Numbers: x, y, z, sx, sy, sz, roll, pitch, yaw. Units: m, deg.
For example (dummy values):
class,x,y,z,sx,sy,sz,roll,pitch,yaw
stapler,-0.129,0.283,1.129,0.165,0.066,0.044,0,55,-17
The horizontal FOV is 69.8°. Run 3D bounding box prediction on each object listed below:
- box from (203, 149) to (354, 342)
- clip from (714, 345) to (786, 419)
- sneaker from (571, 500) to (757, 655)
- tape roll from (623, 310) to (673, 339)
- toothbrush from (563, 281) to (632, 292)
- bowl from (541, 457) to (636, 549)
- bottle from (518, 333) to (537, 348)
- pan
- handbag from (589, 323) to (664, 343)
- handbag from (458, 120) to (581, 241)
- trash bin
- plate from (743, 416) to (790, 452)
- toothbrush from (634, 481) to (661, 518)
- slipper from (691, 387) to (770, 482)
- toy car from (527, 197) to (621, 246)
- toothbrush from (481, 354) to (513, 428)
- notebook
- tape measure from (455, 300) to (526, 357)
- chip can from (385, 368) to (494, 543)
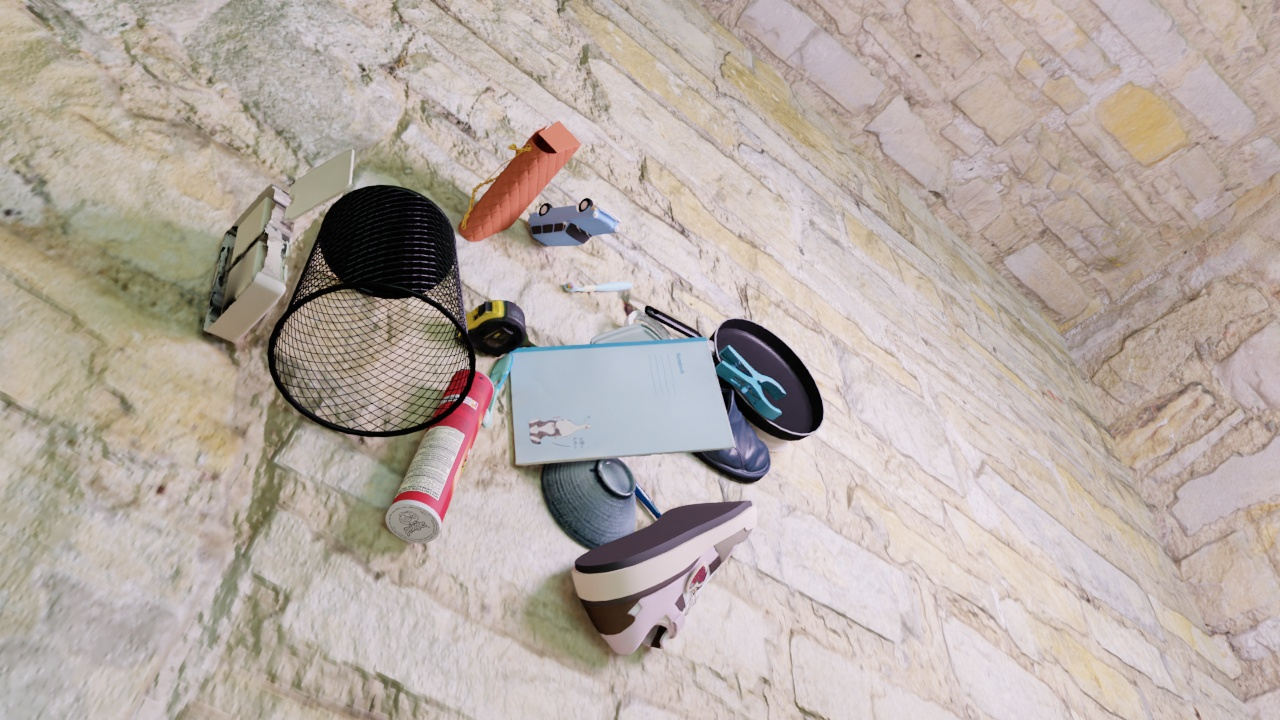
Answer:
class,x,y,z,sx,sy,sz,roll,pitch,yaw
box,-0.338,-0.114,0.868,0.044,0.185,0.143,31,36,-39
clip,0.170,0.025,1.367,0.130,0.030,0.119,50,40,3
sneaker,0.049,0.241,1.033,0.293,0.112,0.116,-15,94,-54
tape roll,0.015,-0.032,1.329,0.093,0.013,0.092,32,34,-25
toothbrush,-0.059,-0.111,1.376,0.022,0.016,0.154,17,14,33
bowl,-0.043,0.147,1.059,0.137,0.057,0.136,32,34,-25
bottle,-0.161,-0.033,1.149,0.106,0.025,0.025,34,33,-21
pan,0.144,0.003,1.414,0.356,0.034,0.224,26,38,-25
handbag,-0.007,0.007,1.211,0.106,0.067,0.121,40,37,26
handbag,-0.171,-0.241,1.230,0.060,0.172,0.108,46,31,-3
trash bin,-0.259,-0.062,0.921,0.184,0.184,0.209,28,30,-29
plate,0.185,0.061,1.466,0.182,0.034,0.182,31,34,-25
toothbrush,0.014,0.180,1.135,0.167,0.014,0.014,49,42,4
slipper,0.104,0.080,1.297,0.265,0.084,0.108,34,31,-25
toy car,-0.098,-0.194,1.316,0.056,0.154,0.054,28,72,-45
toothbrush,-0.169,0.030,1.073,0.135,0.022,0.017,-81,158,-52
notebook,-0.027,0.043,1.101,0.253,0.009,0.180,-4,47,-8
tape measure,-0.173,-0.038,1.097,0.071,0.072,0.042,30,32,-31
chip can,-0.199,0.090,0.935,0.052,0.052,0.214,37,32,-18
